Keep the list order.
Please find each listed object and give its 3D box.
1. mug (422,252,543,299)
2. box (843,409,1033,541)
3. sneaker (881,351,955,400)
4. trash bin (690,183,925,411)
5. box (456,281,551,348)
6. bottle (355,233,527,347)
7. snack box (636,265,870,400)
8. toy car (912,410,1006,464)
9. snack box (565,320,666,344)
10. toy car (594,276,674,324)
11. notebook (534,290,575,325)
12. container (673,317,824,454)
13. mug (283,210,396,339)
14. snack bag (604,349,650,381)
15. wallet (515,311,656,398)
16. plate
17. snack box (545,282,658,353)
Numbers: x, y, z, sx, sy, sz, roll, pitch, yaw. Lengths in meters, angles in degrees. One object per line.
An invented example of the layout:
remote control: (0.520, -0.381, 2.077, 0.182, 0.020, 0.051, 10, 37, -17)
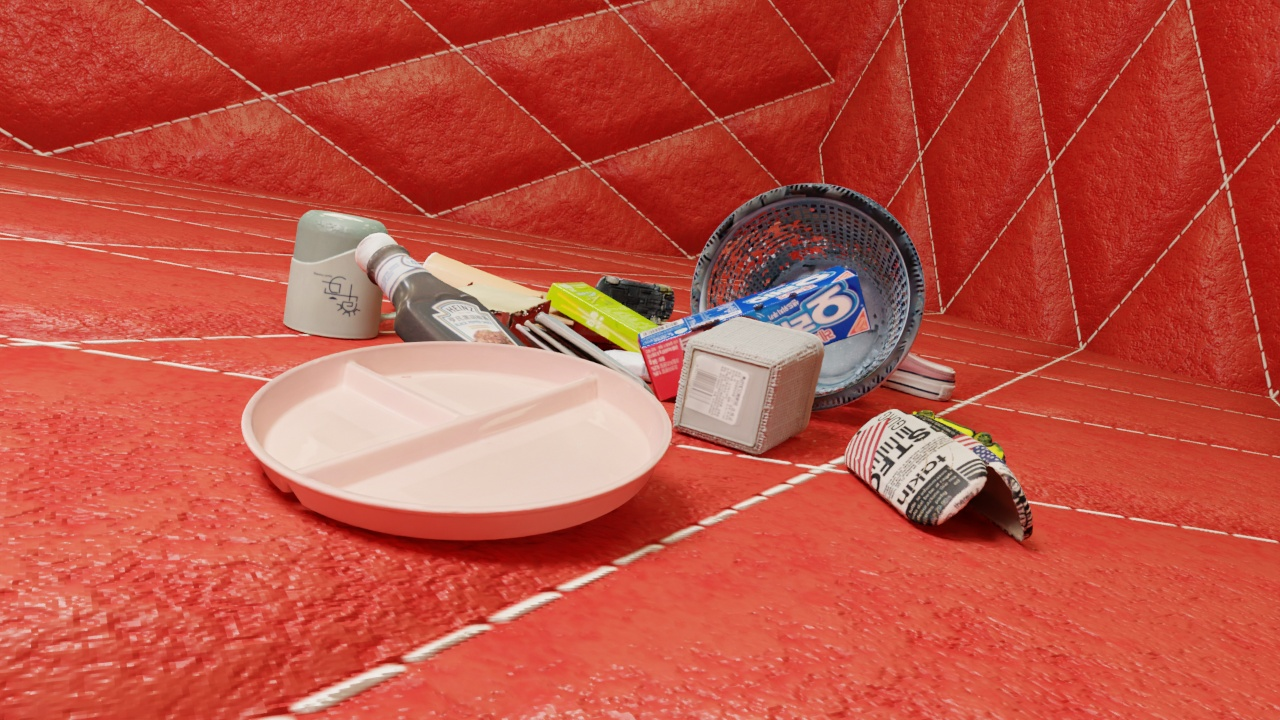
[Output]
mug: (-0.168, -0.058, 0.959, 0.123, 0.078, 0.078, 17, 10, 2)
box: (0.214, 0.085, 0.656, 0.087, 0.076, 0.162, 40, 1, -11)
sneaker: (0.295, -0.019, 1.198, 0.241, 0.088, 0.118, 17, 12, 26)
trash bin: (0.186, -0.051, 0.980, 0.227, 0.226, 0.195, 14, -3, 18)
box: (-0.141, -0.037, 0.839, 0.091, 0.078, 0.168, 12, 9, 5)
bottle: (-0.155, -0.034, 0.709, 0.195, 0.044, 0.079, 42, 27, 28)
snack box: (0.103, -0.028, 0.841, 0.207, 0.058, 0.057, -19, 15, 1)
toy car: (0.250, 0.076, 0.741, 0.032, 0.048, 0.105, -28, 26, -18)
snack box: (-0.023, -0.037, 1.124, 0.152, 0.025, 0.075, 6, 12, -27)
toy car: (-0.010, -0.076, 1.133, 0.105, 0.049, 0.031, 8, 7, -17)
notebook: (-0.175, -0.075, 1.074, 0.211, 0.012, 0.149, 10, 13, 0)
container: (0.086, 0.020, 0.745, 0.090, 0.090, 0.114, 15, 14, 22)
mug: (-0.266, -0.078, 0.851, 0.111, 0.106, 0.082, 7, 10, -25)
snack bag: (-0.005, 0.005, 0.902, 0.105, 0.026, 0.045, 10, 13, 4)
wallet: (-0.038, 0.007, 0.691, 0.106, 0.037, 0.129, 35, -2, 9)
plate: (-0.098, 0.038, 0.512, 0.229, 0.028, 0.229, 5, 19, -2)
snack box: (-0.023, -0.041, 1.027, 0.156, 0.026, 0.085, 31, 14, 15)
